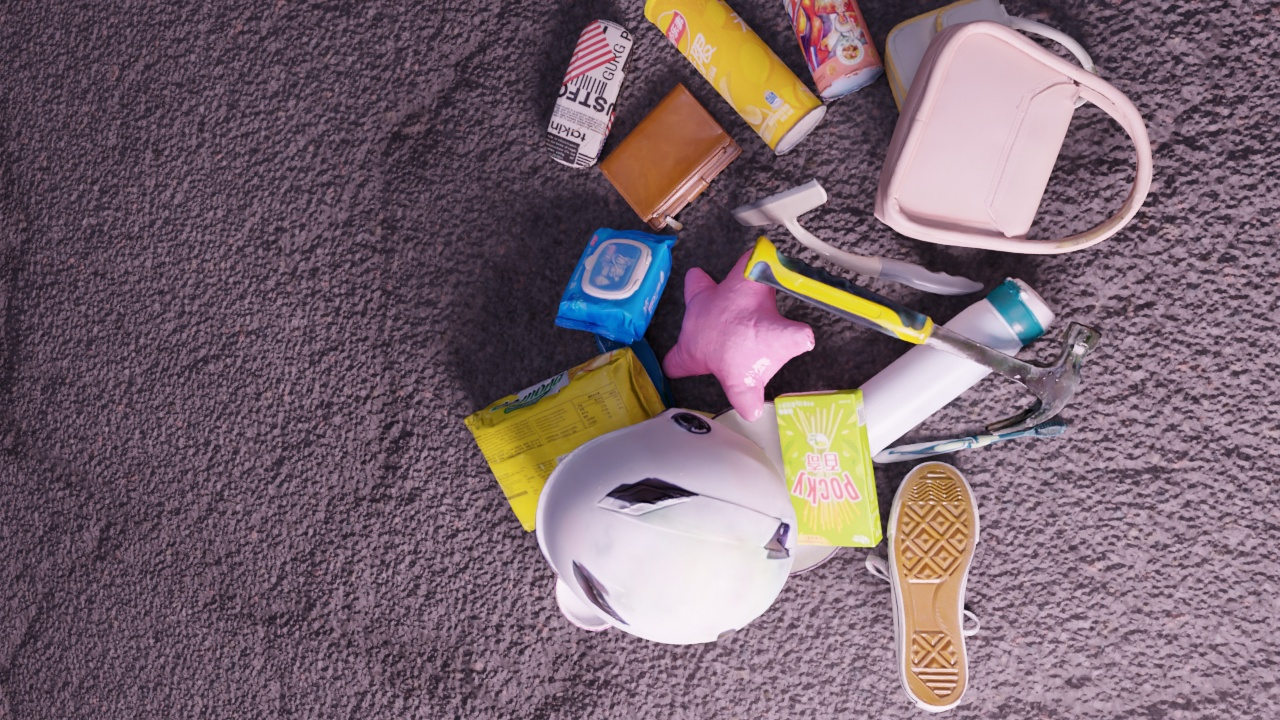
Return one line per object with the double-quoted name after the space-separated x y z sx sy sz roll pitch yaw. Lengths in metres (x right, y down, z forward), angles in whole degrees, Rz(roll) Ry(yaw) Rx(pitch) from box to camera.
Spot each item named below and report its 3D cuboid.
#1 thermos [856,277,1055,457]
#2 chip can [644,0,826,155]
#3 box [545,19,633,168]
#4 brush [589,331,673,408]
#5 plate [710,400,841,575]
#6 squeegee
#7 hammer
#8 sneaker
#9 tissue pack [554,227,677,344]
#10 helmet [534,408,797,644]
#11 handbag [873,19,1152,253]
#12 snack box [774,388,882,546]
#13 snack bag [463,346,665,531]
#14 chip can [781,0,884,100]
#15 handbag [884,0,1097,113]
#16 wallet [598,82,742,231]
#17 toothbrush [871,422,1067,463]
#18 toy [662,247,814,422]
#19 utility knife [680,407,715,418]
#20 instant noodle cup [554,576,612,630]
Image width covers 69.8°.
0.304 0.007 0.917 0.225 0.073 0.073 -39 81 16 "thermos"
0.098 -0.315 0.962 0.072 0.072 0.213 -42 81 15 "chip can"
-0.058 -0.296 1.018 0.074 0.064 0.164 22 100 31 "box"
-0.006 0.006 1.008 0.055 0.074 0.144 -24 86 -21 "brush"
0.137 0.134 0.983 0.193 0.039 0.192 3 100 16 "plate"
0.227 -0.101 0.905 0.246 0.246 0.039 20 89 -12 "squeegee"
0.251 -0.032 0.867 0.323 0.031 0.126 23 104 6 "hammer"
0.289 0.225 0.925 0.118 0.088 0.240 4 72 6 "sneaker"
-0.024 -0.088 0.989 0.095 0.052 0.156 12 55 16 "tissue pack"
0.041 0.177 0.873 0.229 0.258 0.146 -65 31 12 "helmet"
0.348 -0.185 0.835 0.234 0.093 0.193 17 103 3 "handbag"
0.188 0.108 0.918 0.086 0.026 0.156 -4 99 33 "snack box"
-0.072 0.094 1.002 0.247 0.068 0.158 -23 97 32 "snack bag"
0.177 -0.377 0.934 0.071 0.071 0.214 -22 87 17 "chip can"
0.343 -0.276 0.894 0.179 0.063 0.163 -20 89 14 "handbag"
0.034 -0.218 1.006 0.131 0.035 0.119 -42 79 15 "wallet"
0.333 0.085 0.936 0.192 0.018 0.016 -12 90 18 "toothbrush"
0.106 -0.037 0.955 0.195 0.074 0.178 27 102 47 "toy"
0.100 0.079 1.012 0.152 0.018 0.031 14 101 19 "utility knife"
-0.039 0.246 1.023 0.112 0.099 0.111 1 94 16 "instant noodle cup"
